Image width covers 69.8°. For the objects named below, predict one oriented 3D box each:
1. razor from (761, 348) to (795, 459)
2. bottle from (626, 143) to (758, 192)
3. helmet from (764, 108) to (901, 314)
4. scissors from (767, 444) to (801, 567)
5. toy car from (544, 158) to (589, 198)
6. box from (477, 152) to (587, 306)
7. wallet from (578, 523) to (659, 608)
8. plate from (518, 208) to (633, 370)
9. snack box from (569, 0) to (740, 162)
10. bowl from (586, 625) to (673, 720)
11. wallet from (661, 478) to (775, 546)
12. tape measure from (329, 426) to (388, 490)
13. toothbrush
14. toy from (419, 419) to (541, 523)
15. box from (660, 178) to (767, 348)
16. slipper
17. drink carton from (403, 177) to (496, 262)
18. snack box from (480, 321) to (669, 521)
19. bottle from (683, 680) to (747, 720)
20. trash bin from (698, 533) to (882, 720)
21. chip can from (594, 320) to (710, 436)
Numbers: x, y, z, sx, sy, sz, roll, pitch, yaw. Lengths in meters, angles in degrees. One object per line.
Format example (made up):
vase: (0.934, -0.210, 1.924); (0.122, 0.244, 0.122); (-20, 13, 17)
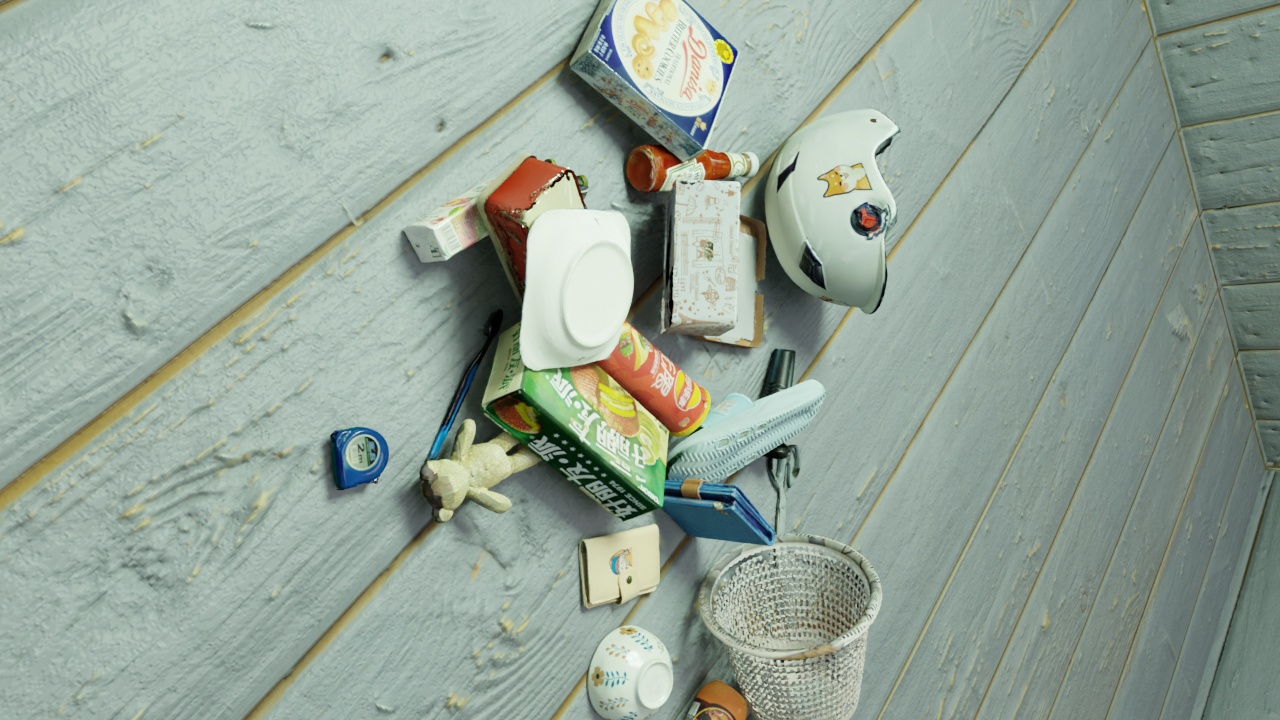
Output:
razor: (0.189, 0.058, 1.278); (0.067, 0.062, 0.167); (57, 42, -63)
bottle: (0.073, -0.245, 1.164); (0.205, 0.060, 0.060); (-13, 98, -41)
helmet: (0.247, -0.203, 1.243); (0.157, 0.230, 0.274); (3, 88, 0)
scissors: (0.210, 0.205, 1.314); (0.135, 0.014, 0.175); (-36, 113, -36)
toy car: (-0.095, -0.192, 0.992); (0.042, 0.090, 0.035); (-23, 132, -43)
box: (-0.093, -0.118, 0.950); (0.091, 0.080, 0.168); (-50, 147, -25)
wallet: (-0.022, 0.248, 1.097); (0.115, 0.024, 0.087); (-4, 93, -43)
plate: (-0.054, -0.071, 0.932); (0.164, 0.034, 0.164); (-12, 112, -52)
snack box: (0.023, -0.359, 1.092); (0.182, 0.046, 0.177); (34, 57, -24)
bowl: (-0.002, 0.377, 1.089); (0.113, 0.062, 0.113); (3, 86, -42)
wallet: (0.088, 0.186, 1.123); (0.106, 0.133, 0.040); (50, 55, -31)
tape measure: (-0.268, 0.091, 0.873); (0.054, 0.025, 0.058); (-10, 100, -44)
toothbrush: (-0.186, 0.029, 0.960); (0.014, 0.016, 0.189); (39, 67, -45)
toy: (-0.162, 0.107, 0.950); (0.156, 0.066, 0.105); (-28, 107, -46)
box: (0.092, -0.114, 1.159); (0.273, 0.126, 0.179); (13, 79, -70)
slipper: (0.131, 0.081, 1.178); (0.245, 0.074, 0.104); (-25, 147, -22)
drink carton: (-0.175, -0.145, 0.942); (0.122, 0.054, 0.045); (-40, 119, -35)
snack box: (-0.064, 0.067, 1.009); (0.240, 0.063, 0.114); (44, 35, -33)
bottle: (0.073, 0.480, 1.159); (0.149, 0.067, 0.067); (-48, 120, -23)
trash bin: (0.201, 0.368, 1.188); (0.226, 0.228, 0.192); (-34, 124, -37)
chip can: (-0.006, 0.006, 1.081); (0.216, 0.073, 0.073); (42, 63, -34)
